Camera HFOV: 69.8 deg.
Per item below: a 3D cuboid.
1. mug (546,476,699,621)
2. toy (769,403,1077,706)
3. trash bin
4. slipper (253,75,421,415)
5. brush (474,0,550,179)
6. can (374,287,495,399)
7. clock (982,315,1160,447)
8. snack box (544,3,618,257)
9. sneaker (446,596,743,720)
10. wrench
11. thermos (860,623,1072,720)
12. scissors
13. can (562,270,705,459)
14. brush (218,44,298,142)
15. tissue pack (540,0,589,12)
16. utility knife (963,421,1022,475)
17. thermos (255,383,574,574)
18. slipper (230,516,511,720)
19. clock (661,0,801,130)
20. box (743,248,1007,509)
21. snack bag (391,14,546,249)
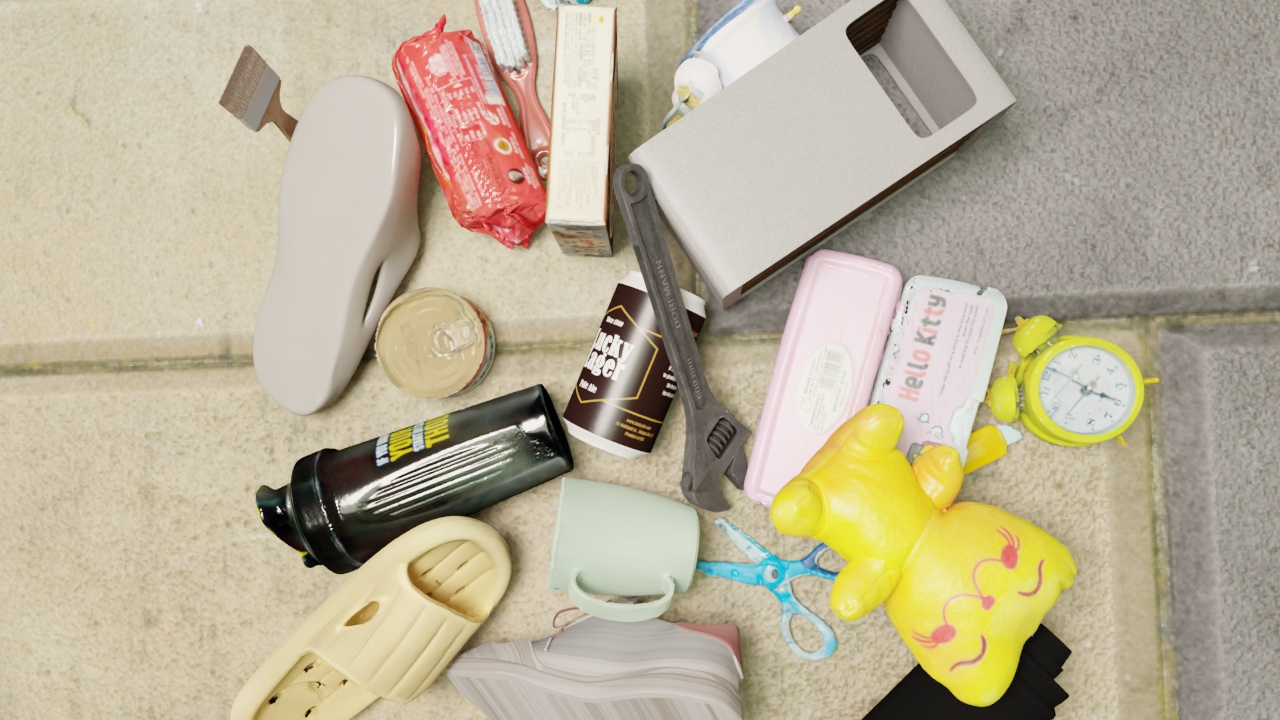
[{"bbox_3d":[-0.013,0.143,0.667,0.104,0.111,0.084,9,122,-4],"label":"mug"},{"bbox_3d":[0.180,0.128,0.613,0.194,0.087,0.134,38,78,1],"label":"toy"},{"bbox_3d":[0.122,-0.151,0.654,0.229,0.114,0.114,-34,86,4],"label":"trash bin"},{"bbox_3d":[-0.224,-0.084,0.715,0.113,0.080,0.266,25,107,26],"label":"slipper"},{"bbox_3d":[-0.097,-0.227,0.720,0.041,0.030,0.172,-17,88,5],"label":"brush"},{"bbox_3d":[-0.158,-0.013,0.715,0.086,0.043,0.086,0,89,6],"label":"can"},{"bbox_3d":[0.302,0.017,0.664,0.119,0.057,0.083,23,93,13],"label":"clock"},{"bbox_3d":[-0.039,-0.155,0.654,0.041,0.147,0.143,2,88,-1],"label":"snack box"},{"bbox_3d":[-0.030,0.224,0.686,0.236,0.089,0.099,-3,126,23],"label":"sneaker"},{"bbox_3d":[0.029,-0.007,0.646,0.073,0.018,0.273,-35,119,-32],"label":"wrench"},{"bbox_3d":[0.218,0.261,0.652,0.086,0.086,0.198,44,93,5],"label":"thermos"},{"bbox_3d":[0.114,0.157,0.703,0.140,0.013,0.118,43,94,6],"label":"scissors"},{"bbox_3d":[-0.004,0.004,0.685,0.072,0.072,0.128,22,91,5],"label":"can"},{"bbox_3d":[-0.267,-0.178,0.678,0.008,0.143,0.045,21,82,4],"label":"brush"},{"bbox_3d":[-0.042,-0.340,0.700,0.144,0.061,0.093,-39,86,4],"label":"tissue pack"},{"bbox_3d":[0.212,0.089,0.690,0.159,0.017,0.030,-28,91,8],"label":"utility knife"},{"bbox_3d":[-0.164,0.090,0.694,0.221,0.098,0.098,-21,87,0],"label":"thermos"},{"bbox_3d":[-0.194,0.223,0.679,0.262,0.111,0.079,-40,43,10],"label":"slipper"},{"bbox_3d":[0.062,-0.215,0.676,0.125,0.089,0.052,-40,92,3],"label":"clock"},{"bbox_3d":[0.169,0.028,0.674,0.153,0.037,0.201,15,91,16],"label":"box"},{"bbox_3d":[-0.130,-0.169,0.696,0.082,0.082,0.176,-24,86,4],"label":"snack bag"}]
